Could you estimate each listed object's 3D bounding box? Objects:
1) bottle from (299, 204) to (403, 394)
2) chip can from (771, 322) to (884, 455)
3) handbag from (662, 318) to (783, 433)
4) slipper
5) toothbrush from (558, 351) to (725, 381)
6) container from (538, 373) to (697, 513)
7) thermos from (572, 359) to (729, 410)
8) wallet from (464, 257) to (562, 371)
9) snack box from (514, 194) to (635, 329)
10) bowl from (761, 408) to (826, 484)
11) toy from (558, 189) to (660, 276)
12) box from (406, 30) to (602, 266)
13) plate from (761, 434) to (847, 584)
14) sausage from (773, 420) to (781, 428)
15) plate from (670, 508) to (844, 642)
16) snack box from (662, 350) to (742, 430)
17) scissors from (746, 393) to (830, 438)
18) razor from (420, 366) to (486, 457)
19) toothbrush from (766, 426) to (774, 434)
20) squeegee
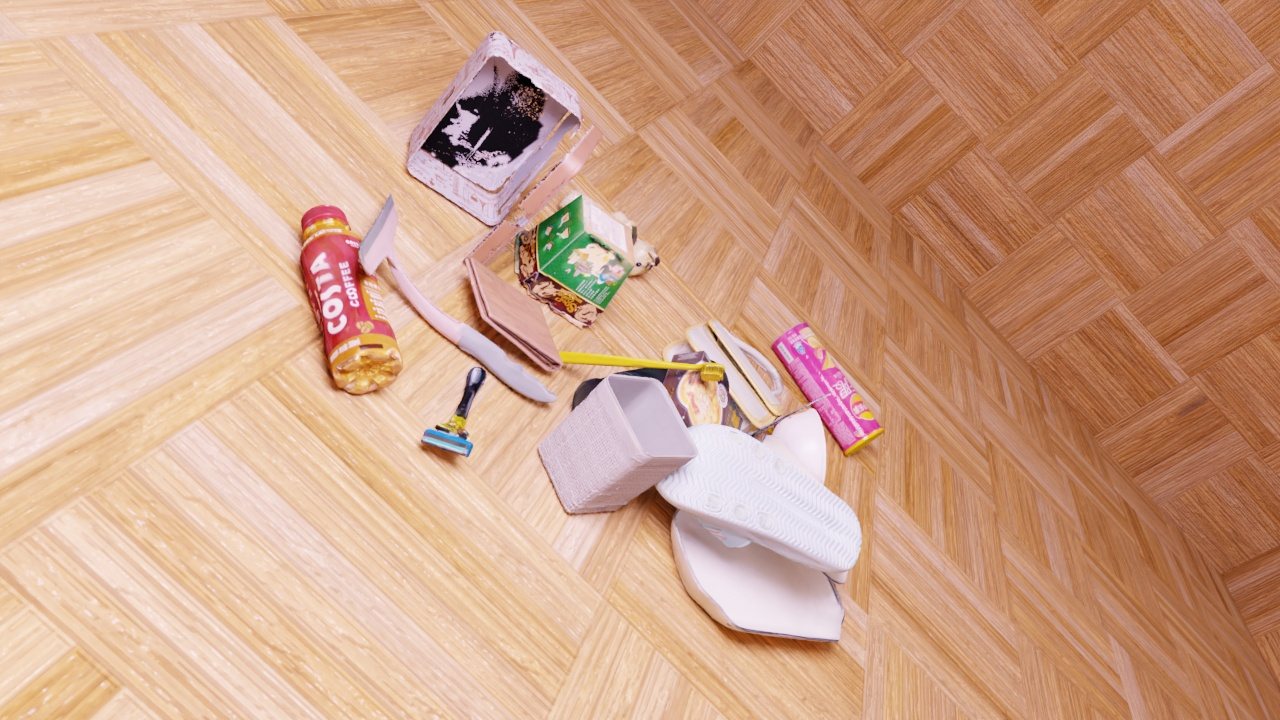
[{"bbox_3d":[-0.251,-0.057,0.779,0.057,0.058,0.174,12,44,-49],"label":"bottle"},{"bbox_3d":[0.291,0.042,1.434,0.071,0.072,0.210,-4,57,-57],"label":"chip can"},{"bbox_3d":[0.131,0.015,1.221,0.163,0.063,0.178,54,35,8],"label":"handbag"},{"bbox_3d":[0.119,0.148,0.944,0.245,0.074,0.103,29,56,-15],"label":"slipper"},{"bbox_3d":[-0.006,0.006,0.969,0.016,0.190,0.016,84,15,-46],"label":"toothbrush"},{"bbox_3d":[-0.026,0.083,0.867,0.090,0.115,0.090,8,48,-52],"label":"container"},{"bbox_3d":[0.019,0.051,1.041,0.242,0.069,0.090,-10,86,-57],"label":"thermos"},{"bbox_3d":[-0.132,-0.048,0.952,0.115,0.020,0.101,39,18,-45],"label":"wallet"},{"bbox_3d":[-0.069,-0.123,1.079,0.118,0.106,0.117,33,31,-30],"label":"snack box"},{"bbox_3d":[0.191,0.121,1.178,0.064,0.118,0.118,-1,42,-6],"label":"bowl"},{"bbox_3d":[-0.043,-0.174,1.244,0.157,0.066,0.105,38,-14,-12],"label":"toy"},{"bbox_3d":[-0.152,-0.214,0.999,0.156,0.183,0.192,32,29,-28],"label":"box"},{"bbox_3d":[0.179,0.176,1.061,0.163,0.034,0.164,47,27,-2],"label":"plate"},{"bbox_3d":[0.221,0.103,1.289,0.155,0.020,0.020,22,36,-57],"label":"sausage"},{"bbox_3d":[0.123,0.230,0.986,0.265,0.034,0.162,20,38,-43],"label":"plate"},{"bbox_3d":[0.057,0.073,0.995,0.113,0.053,0.125,58,36,-34],"label":"snack box"},{"bbox_3d":[0.138,0.084,1.070,0.014,0.175,0.160,63,-14,8],"label":"scissors"},{"bbox_3d":[-0.160,0.045,0.822,0.042,0.022,0.142,20,27,-7],"label":"razor"},{"bbox_3d":[0.163,0.088,1.251,0.191,0.018,0.016,40,26,-12],"label":"toothbrush"},{"bbox_3d":[-0.175,-0.036,0.882,0.249,0.040,0.247,46,7,-20],"label":"squeegee"}]
